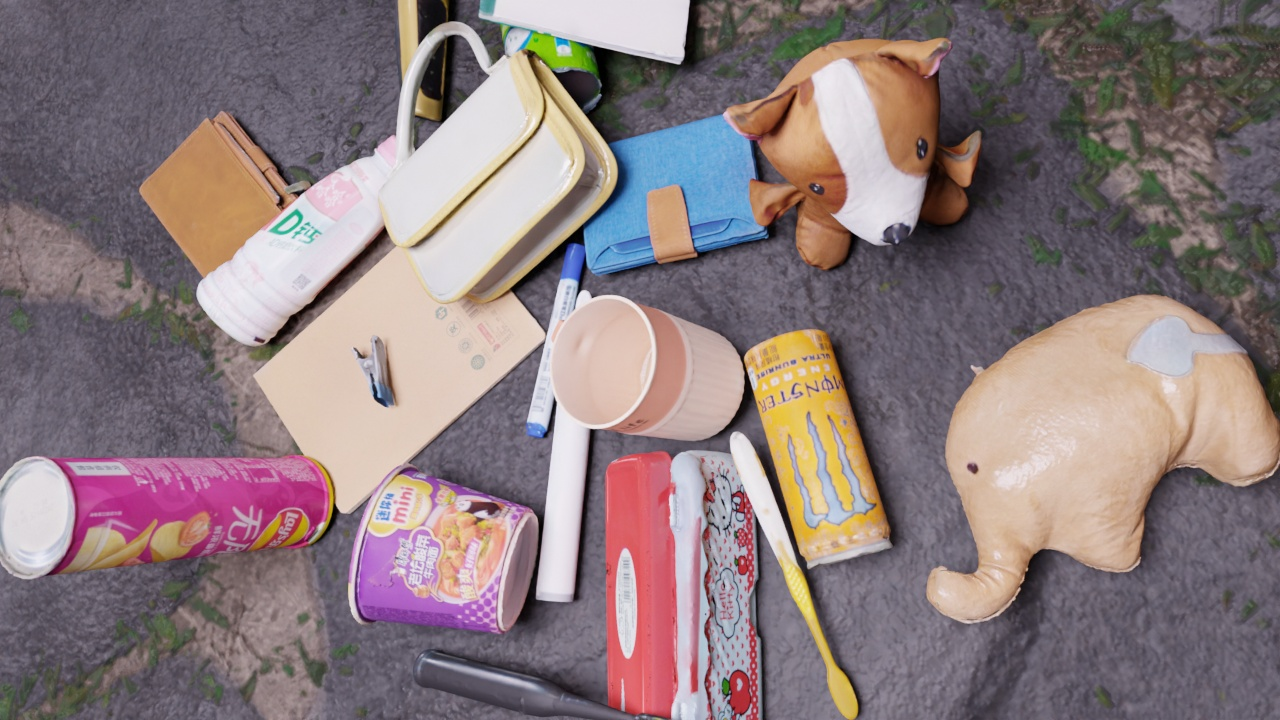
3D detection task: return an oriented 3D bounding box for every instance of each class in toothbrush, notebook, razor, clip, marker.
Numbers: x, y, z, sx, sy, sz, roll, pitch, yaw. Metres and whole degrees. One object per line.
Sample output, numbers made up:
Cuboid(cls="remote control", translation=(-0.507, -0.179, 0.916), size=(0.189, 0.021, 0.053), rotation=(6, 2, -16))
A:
Cuboid(cls="toothbrush", translation=(-0.050, 0.058, 0.651), size=(0.026, 0.026, 0.220), rotation=(7, 79, -9))
Cuboid(cls="toothbrush", translation=(-0.067, 0.214, 0.582), size=(0.213, 0.027, 0.026), rotation=(-2, 104, 38))
Cuboid(cls="notebook", translation=(-0.031, -0.327, 0.687), size=(0.150, 0.012, 0.208), rotation=(10, 72, -10))
Cuboid(cls="toothbrush", translation=(0.097, 0.134, 0.586), size=(0.016, 0.018, 0.191), rotation=(-22, 81, 2))
Cuboid(cls="notebook", translation=(-0.191, -0.003, 0.713), size=(0.208, 0.008, 0.148), rotation=(-42, 71, 4))
Cuboid(cls="razor", translation=(-0.175, -0.274, 0.744), size=(0.068, 0.062, 0.167), rotation=(-9, 80, 44))
Cuboid(cls="clip", translation=(-0.203, 0.010, 0.696), size=(0.028, 0.024, 0.056), rotation=(-26, 69, 5))
Cuboid(cls="marker", translation=(-0.062, -0.015, 0.675), size=(0.017, 0.017, 0.145), rotation=(9, 81, 17))

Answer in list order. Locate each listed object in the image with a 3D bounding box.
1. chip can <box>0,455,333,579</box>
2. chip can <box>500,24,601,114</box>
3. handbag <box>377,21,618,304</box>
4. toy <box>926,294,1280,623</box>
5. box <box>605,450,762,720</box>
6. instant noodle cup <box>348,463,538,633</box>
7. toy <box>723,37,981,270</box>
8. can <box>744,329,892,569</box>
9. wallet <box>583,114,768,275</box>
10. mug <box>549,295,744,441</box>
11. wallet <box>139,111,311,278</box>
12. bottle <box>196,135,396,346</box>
Cuboid(cls="chip can", translation=(-0.305, 0.099, 0.612), size=(0.071, 0.210, 0.071), rotation=(-2, 84, 23))
Cuboid(cls="chip can", translation=(-0.083, -0.307, 0.715), size=(0.072, 0.072, 0.235), rotation=(-14, 76, 12))
Cuboid(cls="handbag", translation=(-0.125, -0.148, 0.655), size=(0.164, 0.063, 0.178), rotation=(-38, 79, 22))
Cuboid(cls="toy", translation=(0.248, 0.056, 0.541), size=(0.226, 0.082, 0.143), rotation=(-38, 63, 7))
Cuboid(cls="box", translation=(0.037, 0.160, 0.590), size=(0.099, 0.095, 0.201), rotation=(4, 78, -21))
Cuboid(cls="instant noodle cup", translation=(-0.126, 0.132, 0.619), size=(0.099, 0.111, 0.111), rotation=(9, 81, 9))
Cuboid(cls="toy", translation=(0.130, -0.119, 0.549), size=(0.140, 0.199, 0.130), rotation=(-22, 70, 11))
Cuboid(cls="can", translation=(0.113, 0.055, 0.590), size=(0.058, 0.058, 0.146), rotation=(-18, 74, 11))
Cuboid(cls="wallet", translation=(0.020, -0.121, 0.665), size=(0.133, 0.040, 0.106), rotation=(-11, 71, 14))
Cuboid(cls="mug", translation=(-0.004, 0.004, 0.602), size=(0.115, 0.105, 0.082), rotation=(26, 97, 39))
Cuboid(cls="wallet", translation=(-0.349, -0.139, 0.771), size=(0.119, 0.035, 0.130), rotation=(-43, 72, 3))
Cuboid(cls="bottle", translation=(-0.252, -0.097, 0.721), size=(0.197, 0.068, 0.068), rotation=(-41, 71, 0))
